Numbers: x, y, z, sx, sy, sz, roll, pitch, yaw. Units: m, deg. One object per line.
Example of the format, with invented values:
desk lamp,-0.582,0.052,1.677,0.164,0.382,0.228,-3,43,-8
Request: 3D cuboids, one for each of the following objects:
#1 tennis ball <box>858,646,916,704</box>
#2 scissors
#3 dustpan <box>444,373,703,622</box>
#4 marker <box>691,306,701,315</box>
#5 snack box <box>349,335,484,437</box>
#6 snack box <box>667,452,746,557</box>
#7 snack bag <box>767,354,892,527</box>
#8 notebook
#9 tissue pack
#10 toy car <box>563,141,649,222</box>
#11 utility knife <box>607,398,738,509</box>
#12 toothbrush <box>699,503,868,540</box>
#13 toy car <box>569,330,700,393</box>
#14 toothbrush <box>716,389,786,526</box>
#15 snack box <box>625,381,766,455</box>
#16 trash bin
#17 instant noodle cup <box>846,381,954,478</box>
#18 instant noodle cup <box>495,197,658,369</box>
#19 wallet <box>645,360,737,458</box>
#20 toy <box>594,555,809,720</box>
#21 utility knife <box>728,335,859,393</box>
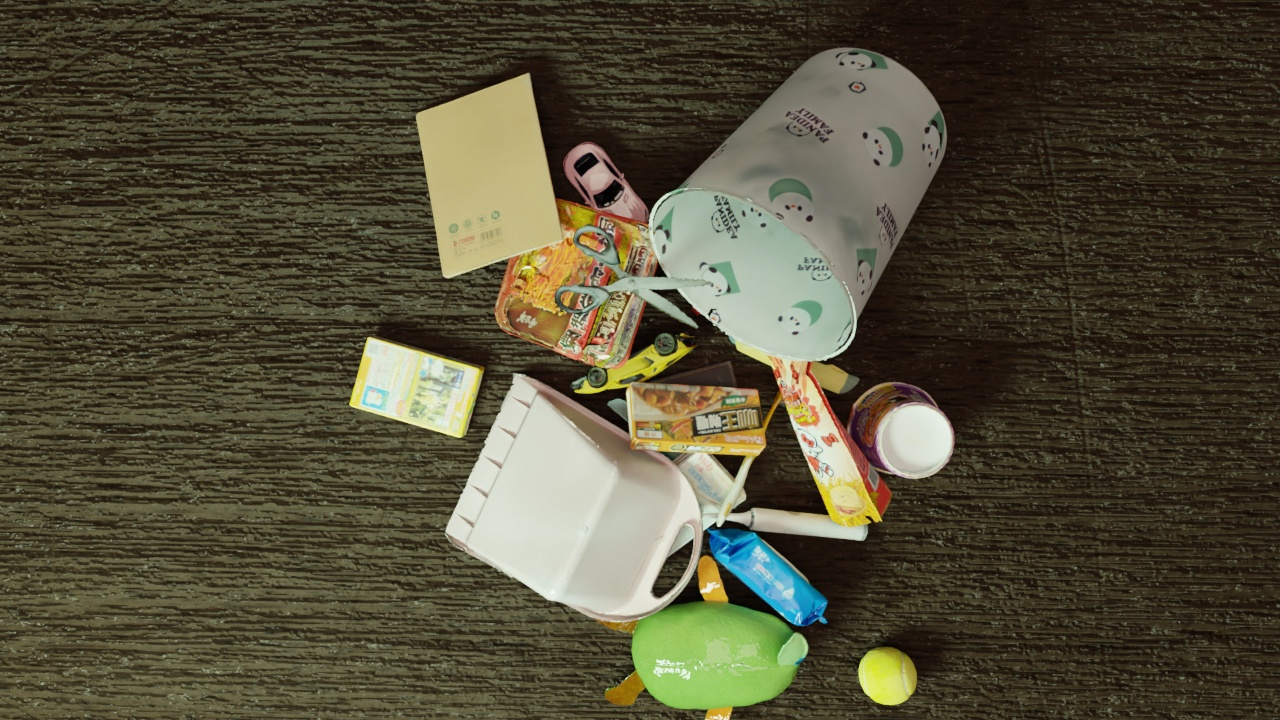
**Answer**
tennis ball,0.289,0.368,1.072,0.065,0.065,0.065,0,94,2
scissors,-0.015,-0.081,0.955,0.160,0.014,0.174,-32,72,17
dustpan,-0.070,0.175,1.062,0.273,0.138,0.222,32,97,43
marker,0.120,-0.102,1.070,0.145,0.017,0.017,-38,92,4
snack box,-0.264,0.031,1.087,0.140,0.033,0.087,16,94,3
snack box,0.036,0.173,1.069,0.157,0.027,0.084,-39,108,10
snack bag,0.205,0.080,1.022,0.073,0.128,0.208,-29,101,-4
notebook,-0.173,-0.209,1.037,0.148,0.008,0.207,-16,76,13
tissue pack,0.144,0.243,1.055,0.157,0.095,0.052,41,82,-1
toy car,-0.040,-0.196,1.061,0.056,0.037,0.122,-38,93,6
utility knife,0.043,0.108,1.069,0.205,0.013,0.029,39,102,-13
toothbrush,0.156,0.185,1.060,0.221,0.027,0.026,7,81,-11
toy car,-0.006,0.006,1.056,0.156,0.071,0.041,-24,89,6
toothbrush,0.132,0.107,1.054,0.018,0.016,0.191,32,72,-10
snack box,0.062,0.066,1.031,0.153,0.026,0.075,4,57,-14
trash bin,0.172,-0.166,0.935,0.229,0.230,0.251,38,66,-1
instant noodle cup,0.299,0.084,1.036,0.111,0.099,0.111,0,96,2
instant noodle cup,-0.063,-0.086,1.029,0.189,0.079,0.164,21,95,26
wallet,0.060,0.061,1.084,0.122,0.020,0.096,-14,93,1
toy,0.071,0.339,1.060,0.247,0.090,0.227,-2,97,13
utility knife,0.176,0.000,1.075,0.165,0.018,0.031,24,90,-1
